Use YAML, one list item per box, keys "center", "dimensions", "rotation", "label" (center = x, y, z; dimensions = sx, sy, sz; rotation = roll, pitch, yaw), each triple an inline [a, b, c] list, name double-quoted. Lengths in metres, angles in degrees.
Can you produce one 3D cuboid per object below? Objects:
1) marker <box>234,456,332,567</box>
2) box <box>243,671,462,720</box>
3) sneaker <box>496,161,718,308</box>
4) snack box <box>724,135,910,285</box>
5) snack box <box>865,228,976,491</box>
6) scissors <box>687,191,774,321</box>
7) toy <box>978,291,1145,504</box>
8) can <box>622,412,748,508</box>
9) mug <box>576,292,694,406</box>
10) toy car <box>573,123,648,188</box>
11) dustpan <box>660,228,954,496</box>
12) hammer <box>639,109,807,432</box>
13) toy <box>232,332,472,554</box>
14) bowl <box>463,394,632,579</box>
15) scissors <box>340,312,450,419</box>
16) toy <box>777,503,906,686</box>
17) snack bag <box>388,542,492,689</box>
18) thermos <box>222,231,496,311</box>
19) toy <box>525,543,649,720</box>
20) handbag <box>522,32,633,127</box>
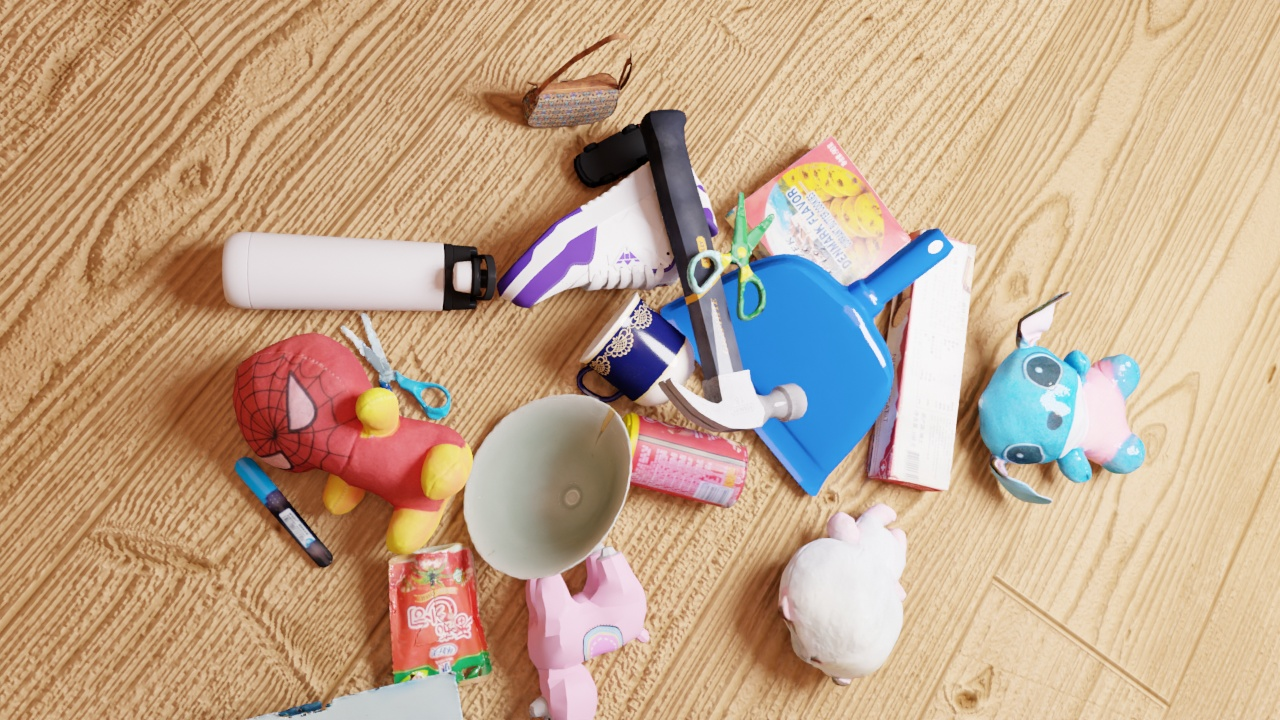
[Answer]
- center: [-0.317, 0.135, 0.817]
  dimensions: [0.018, 0.015, 0.123]
  rotation: [-40, 94, -20]
  label: "marker"
- center: [-0.263, 0.355, 0.768]
  dimensions: [0.243, 0.060, 0.175]
  rotation: [-9, 100, -15]
  label: "box"
- center: [-0.022, -0.103, 0.895]
  dimensions: [0.243, 0.092, 0.111]
  rotation: [-38, 94, -21]
  label: "sneaker"
- center: [0.188, -0.140, 0.973]
  dimensions: [0.144, 0.040, 0.142]
  rotation: [-38, 92, -16]
  label: "snack box"
- center: [0.299, -0.001, 0.976]
  dimensions: [0.076, 0.044, 0.272]
  rotation: [14, 78, -17]
  label: "snack box"
- center: [0.083, -0.102, 0.852]
  dimensions: [0.108, 0.012, 0.131]
  rotation: [8, 76, -25]
  label: "scissors"
- center: [0.450, 0.041, 0.975]
  dimensions: [0.191, 0.099, 0.224]
  rotation: [3, 93, -19]
  label: "toy"
- center: [0.037, 0.097, 0.881]
  dimensions: [0.124, 0.067, 0.066]
  rotation: [16, 77, -11]
  label: "can"
- center: [-0.005, 0.005, 0.886]
  dimensions: [0.089, 0.085, 0.112]
  rotation: [39, 109, -7]
  label: "mug"
- center: [-0.024, -0.208, 0.937]
  dimensions: [0.091, 0.036, 0.042]
  rotation: [-28, 89, -7]
  label: "toy car"
- center: [0.196, -0.037, 0.907]
  dimensions: [0.258, 0.059, 0.245]
  rotation: [-39, 91, 19]
  label: "dustpan"
- center: [0.060, -0.086, 0.862]
  dimensions: [0.139, 0.035, 0.312]
  rotation: [-10, 84, -29]
  label: "hammer"
- center: [-0.251, 0.064, 0.794]
  dimensions: [0.216, 0.098, 0.148]
  rotation: [36, 114, -2]
  label: "toy"
- center: [-0.073, 0.122, 0.845]
  dimensions: [0.174, 0.068, 0.174]
  rotation: [-11, 61, 21]
  label: "bowl"
- center: [-0.245, 0.018, 0.854]
  dimensions: [0.083, 0.016, 0.135]
  rotation: [-42, 93, -15]
  label: "scissors"
- center: [0.208, 0.217, 0.891]
  dimensions: [0.139, 0.102, 0.179]
  rotation: [50, 55, -14]
  label: "toy"
- center: [-0.181, 0.245, 0.822]
  dimensions: [0.087, 0.044, 0.155]
  rotation: [-5, 87, -23]
  label: "snack bag"
- center: [-0.251, -0.078, 0.826]
  dimensions: [0.229, 0.101, 0.068]
  rotation: [1, 94, -14]
  label: "thermos"
- center: [-0.051, 0.254, 0.834]
  dimensions: [0.123, 0.067, 0.157]
  rotation: [-12, 88, -18]
  label: "toy"
- center: [-0.052, -0.270, 0.857]
  dimensions: [0.093, 0.196, 0.043]
  rotation: [-10, 88, -18]
  label: "handbag"
